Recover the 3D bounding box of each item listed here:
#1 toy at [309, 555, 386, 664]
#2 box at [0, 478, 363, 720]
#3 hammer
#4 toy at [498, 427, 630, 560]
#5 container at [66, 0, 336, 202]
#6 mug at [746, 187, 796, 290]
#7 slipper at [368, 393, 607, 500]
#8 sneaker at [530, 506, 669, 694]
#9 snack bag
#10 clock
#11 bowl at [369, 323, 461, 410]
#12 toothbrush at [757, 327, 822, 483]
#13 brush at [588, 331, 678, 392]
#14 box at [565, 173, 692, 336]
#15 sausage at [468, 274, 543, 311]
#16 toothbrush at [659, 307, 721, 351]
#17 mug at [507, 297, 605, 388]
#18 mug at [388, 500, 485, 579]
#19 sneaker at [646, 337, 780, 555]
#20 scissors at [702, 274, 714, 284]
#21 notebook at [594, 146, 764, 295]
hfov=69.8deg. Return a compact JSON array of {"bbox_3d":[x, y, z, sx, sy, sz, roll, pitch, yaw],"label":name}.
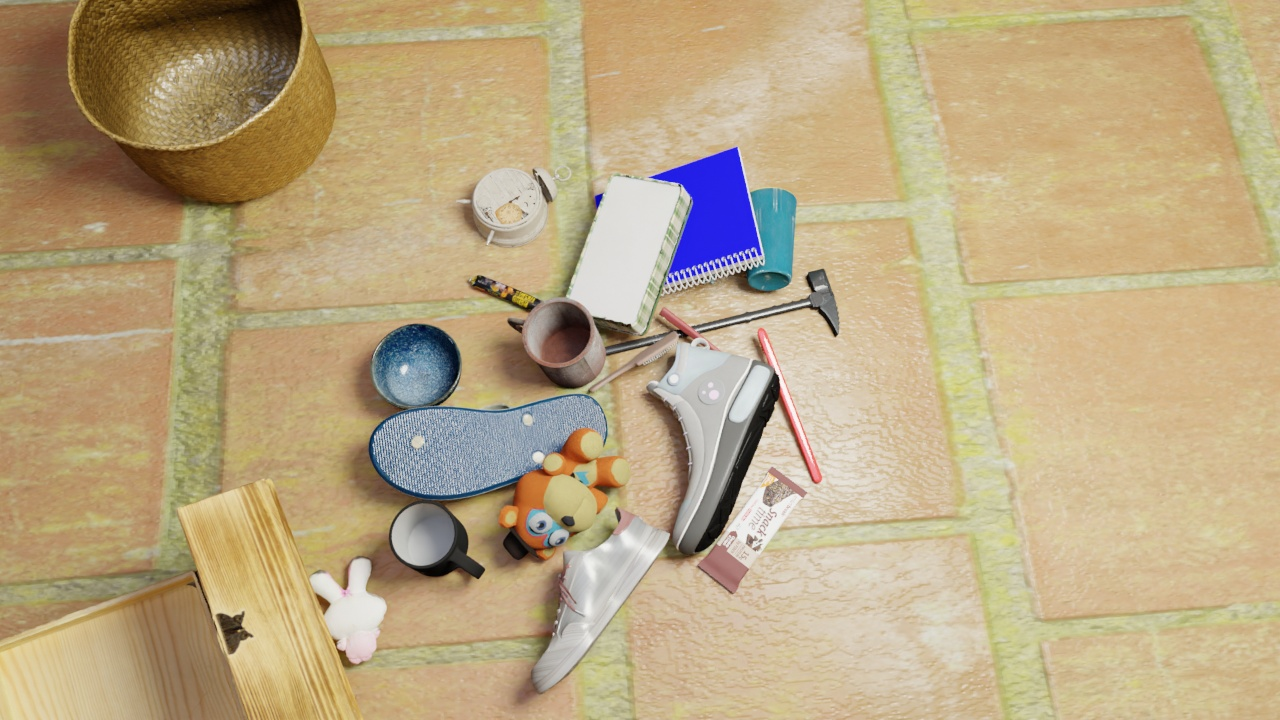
[{"bbox_3d":[-0.342,0.296,1.085,0.079,0.038,0.122,-15,71,-19],"label":"toy"},{"bbox_3d":[-0.496,0.343,0.951,0.335,0.287,0.279,-22,72,-26],"label":"box"},{"bbox_3d":[0.105,-0.042,1.223,0.325,0.015,0.095,-14,73,-5],"label":"hammer"},{"bbox_3d":[-0.097,0.164,1.100,0.176,0.112,0.096,-43,35,2],"label":"toy"},{"bbox_3d":[-0.567,-0.363,1.226,0.307,0.197,0.306,0,69,-1],"label":"container"},{"bbox_3d":[0.171,-0.159,1.226,0.078,0.078,0.121,3,68,0],"label":"mug"},{"bbox_3d":[-0.185,0.106,1.145,0.294,0.060,0.118,-9,76,-18],"label":"slipper"},{"bbox_3d":[-0.067,0.270,1.069,0.089,0.099,0.235,36,67,10],"label":"sneaker"},{"bbox_3d":[0.140,0.208,1.136,0.057,0.013,0.157,38,74,10],"label":"snack bag"},{"bbox_3d":[-0.164,-0.225,1.255,0.156,0.061,0.103,-33,75,-10],"label":"clock"},{"bbox_3d":[-0.280,0.016,1.170,0.114,0.061,0.114,0,70,1],"label":"bowl"},{"bbox_3d":[0.191,0.057,1.185,0.012,0.018,0.212,-19,79,-4],"label":"toothbrush"},{"bbox_3d":[-0.007,0.007,1.184,0.136,0.050,0.015,-33,101,6],"label":"brush"},{"bbox_3d":[-0.015,-0.139,1.202,0.118,0.051,0.205,13,80,22],"label":"box"},{"bbox_3d":[-0.160,-0.082,1.228,0.155,0.020,0.020,24,72,7],"label":"sausage"},{"bbox_3d":[0.101,-0.006,1.198,0.190,0.016,0.016,38,87,4],"label":"toothbrush"},{"bbox_3d":[-0.109,-0.025,1.161,0.123,0.110,0.096,22,72,13],"label":"mug"},{"bbox_3d":[-0.234,0.222,1.085,0.113,0.088,0.078,32,73,9],"label":"mug"},{"bbox_3d":[0.061,0.101,1.142,0.160,0.093,0.256,22,78,21],"label":"sneaker"},{"bbox_3d":[0.107,-0.165,1.270,0.076,0.015,0.141,-1,77,-3],"label":"scissors"},{"bbox_3d":[0.049,-0.175,1.225,0.209,0.022,0.171,-16,70,17],"label":"notebook"}]
